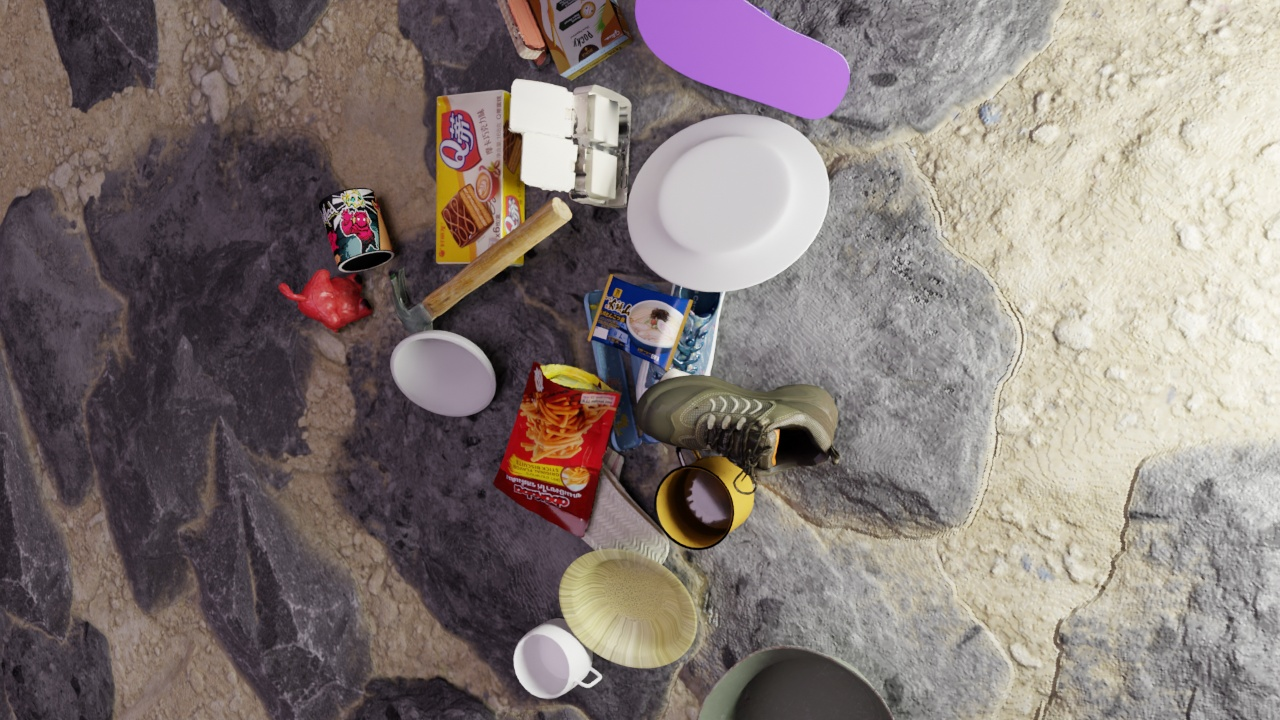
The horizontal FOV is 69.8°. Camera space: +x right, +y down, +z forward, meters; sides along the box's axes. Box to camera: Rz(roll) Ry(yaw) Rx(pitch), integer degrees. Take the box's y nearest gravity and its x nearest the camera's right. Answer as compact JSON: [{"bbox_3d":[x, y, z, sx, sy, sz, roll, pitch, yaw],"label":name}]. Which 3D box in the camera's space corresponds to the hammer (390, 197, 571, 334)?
[{"bbox_3d":[-0.214,-0.120,1.216,0.331,0.033,0.132,-30,103,35],"label":"hammer"}]

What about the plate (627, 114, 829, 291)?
[{"bbox_3d":[0.099,-0.194,1.085,0.243,0.016,0.242,-6,67,15],"label":"plate"}]

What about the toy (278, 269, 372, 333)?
[{"bbox_3d":[-0.475,-0.079,1.350,0.094,0.132,0.088,-24,72,32],"label":"toy"}]

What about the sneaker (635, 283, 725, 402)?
[{"bbox_3d":[0.060,-0.027,1.118,0.087,0.079,0.235,15,95,-9],"label":"sneaker"}]

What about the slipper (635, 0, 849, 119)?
[{"bbox_3d":[0.122,-0.376,1.093,0.266,0.083,0.107,26,116,2],"label":"slipper"}]

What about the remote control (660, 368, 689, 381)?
[{"bbox_3d":[0.077,0.042,1.115,0.038,0.125,0.018,-61,35,16],"label":"remote control"}]

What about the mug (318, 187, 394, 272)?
[{"bbox_3d":[-0.424,-0.184,1.349,0.118,0.081,0.098,-25,81,47],"label":"mug"}]

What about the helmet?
[{"bbox_3d":[0.189,0.444,1.055,0.227,0.153,0.268,25,98,22],"label":"helmet"}]

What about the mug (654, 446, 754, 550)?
[{"bbox_3d":[0.077,0.160,1.125,0.101,0.094,0.123,-23,84,24],"label":"mug"}]

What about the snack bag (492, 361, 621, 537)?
[{"bbox_3d":[-0.105,0.110,1.169,0.139,0.066,0.208,21,115,9],"label":"snack bag"}]

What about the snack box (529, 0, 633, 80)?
[{"bbox_3d":[-0.091,-0.478,1.203,0.101,0.031,0.186,-25,82,23],"label":"snack box"}]

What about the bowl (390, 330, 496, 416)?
[{"bbox_3d":[-0.270,0.010,1.280,0.149,0.043,0.150,6,130,7],"label":"bowl"}]

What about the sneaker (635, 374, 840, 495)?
[{"bbox_3d":[0.113,0.095,1.039,0.238,0.142,0.101,2,123,-1],"label":"sneaker"}]

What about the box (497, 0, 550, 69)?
[{"bbox_3d":[-0.174,-0.479,1.223,0.056,0.071,0.187,-19,81,-15],"label":"box"}]

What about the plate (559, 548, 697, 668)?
[{"bbox_3d":[-0.012,0.312,1.188,0.184,0.036,0.185,7,115,16],"label":"plate"}]

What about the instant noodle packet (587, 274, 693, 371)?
[{"bbox_3d":[-0.002,-0.047,1.105,0.134,0.026,0.087,21,93,38],"label":"instant noodle packet"}]

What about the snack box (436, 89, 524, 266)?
[{"bbox_3d":[-0.220,-0.245,1.257,0.110,0.061,0.230,3,94,24],"label":"snack box"}]

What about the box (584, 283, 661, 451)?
[{"bbox_3d":[-0.006,0.006,1.168,0.073,0.085,0.209,-13,88,36],"label":"box"}]

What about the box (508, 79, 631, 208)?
[{"bbox_3d":[-0.081,-0.269,1.131,0.058,0.187,0.144,4,91,40],"label":"box"}]

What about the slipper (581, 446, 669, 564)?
[{"bbox_3d":[-0.063,0.172,1.215,0.115,0.052,0.263,-44,86,16],"label":"slipper"}]

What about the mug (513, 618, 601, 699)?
[{"bbox_3d":[-0.107,0.405,1.235,0.116,0.068,0.094,24,102,22],"label":"mug"}]
